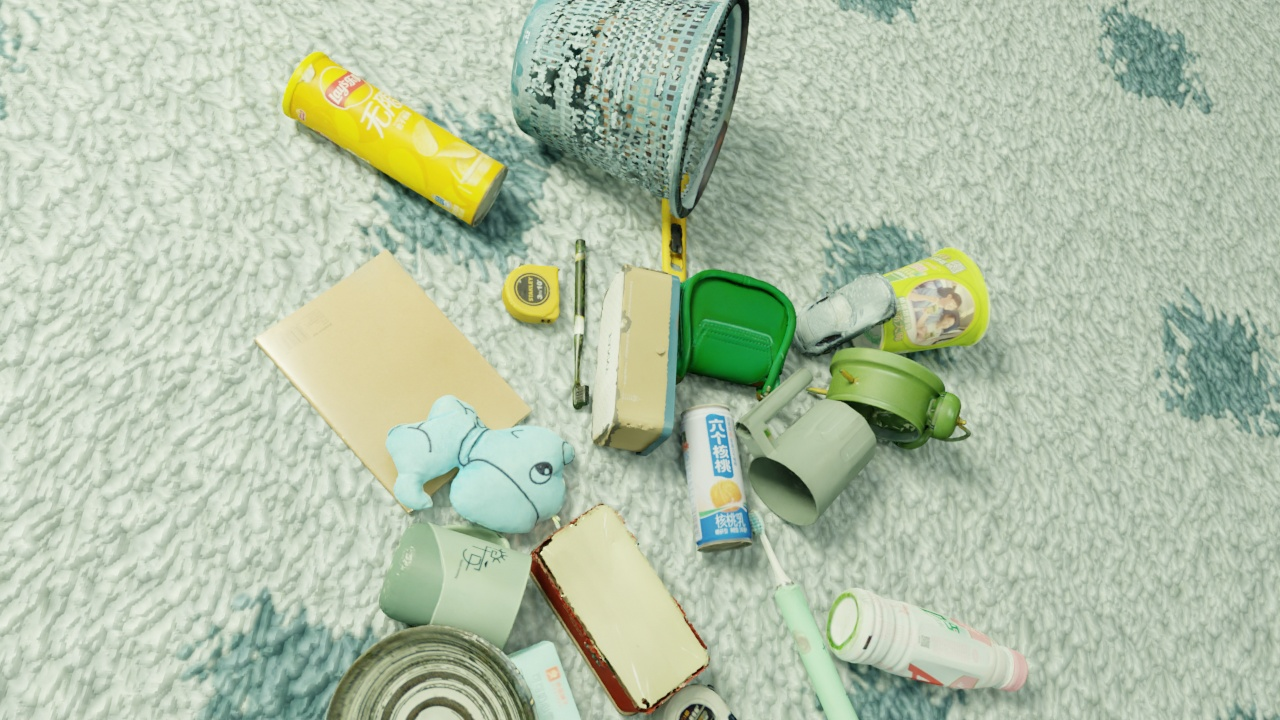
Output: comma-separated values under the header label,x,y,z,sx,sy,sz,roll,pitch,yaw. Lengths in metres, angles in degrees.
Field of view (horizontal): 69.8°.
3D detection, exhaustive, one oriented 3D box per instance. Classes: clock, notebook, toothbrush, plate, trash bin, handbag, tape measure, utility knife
label,x,y,z,sx,sy,sz,roll,pitch,yaw
clock,0.259,0.045,0.934,0.161,0.116,0.056,24,74,-4
notebook,-0.224,0.014,0.842,0.211,0.012,0.149,47,63,4
toothbrush,-0.059,-0.040,0.915,0.012,0.017,0.185,22,58,-43
plate,-0.159,0.295,0.707,0.179,0.024,0.179,-2,80,12
toothbrush,0.150,0.245,0.862,0.027,0.027,0.224,-3,66,-53
trash bin,-0.015,-0.279,0.928,0.195,0.227,0.226,18,62,10
handbag,0.087,-0.024,0.925,0.131,0.068,0.120,11,72,-18
tape measure,0.045,0.315,0.794,0.065,0.034,0.066,-33,84,-29
tape measure,-0.107,-0.064,0.903,0.057,0.029,0.060,3,68,-18
utility knife,0.039,-0.125,0.984,0.033,0.015,0.214,6,68,-14

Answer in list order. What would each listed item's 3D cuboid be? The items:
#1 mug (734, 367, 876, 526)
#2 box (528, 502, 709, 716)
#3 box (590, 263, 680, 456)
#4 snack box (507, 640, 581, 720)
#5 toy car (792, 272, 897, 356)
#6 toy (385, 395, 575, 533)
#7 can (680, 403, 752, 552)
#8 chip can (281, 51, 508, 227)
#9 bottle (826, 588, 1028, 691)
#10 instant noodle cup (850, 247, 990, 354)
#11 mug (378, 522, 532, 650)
label,x,y,z,sx,sy,sz,roll,pitch,yaw
mug,0.159,0.081,0.894,0.103,0.084,0.124,-38,101,-29
box,-0.017,0.212,0.791,0.091,0.077,0.168,-31,81,-26
box,-0.005,0.005,0.876,0.061,0.090,0.184,8,68,-16
snack box,-0.079,0.323,0.739,0.074,0.052,0.174,-17,75,-23
toy car,0.209,-0.047,0.954,0.036,0.121,0.054,2,65,-47
toy,-0.133,0.097,0.810,0.161,0.050,0.156,-36,93,-32
can,0.071,0.112,0.875,0.053,0.053,0.134,0,69,-19
chip can,-0.238,-0.215,0.899,0.213,0.072,0.071,31,62,-5
bottle,0.276,0.273,0.872,0.197,0.068,0.068,20,64,-14
instant noodle cup,0.292,-0.056,0.995,0.123,0.112,0.111,-14,73,-15
mug,-0.151,0.177,0.765,0.106,0.082,0.111,19,31,-6
